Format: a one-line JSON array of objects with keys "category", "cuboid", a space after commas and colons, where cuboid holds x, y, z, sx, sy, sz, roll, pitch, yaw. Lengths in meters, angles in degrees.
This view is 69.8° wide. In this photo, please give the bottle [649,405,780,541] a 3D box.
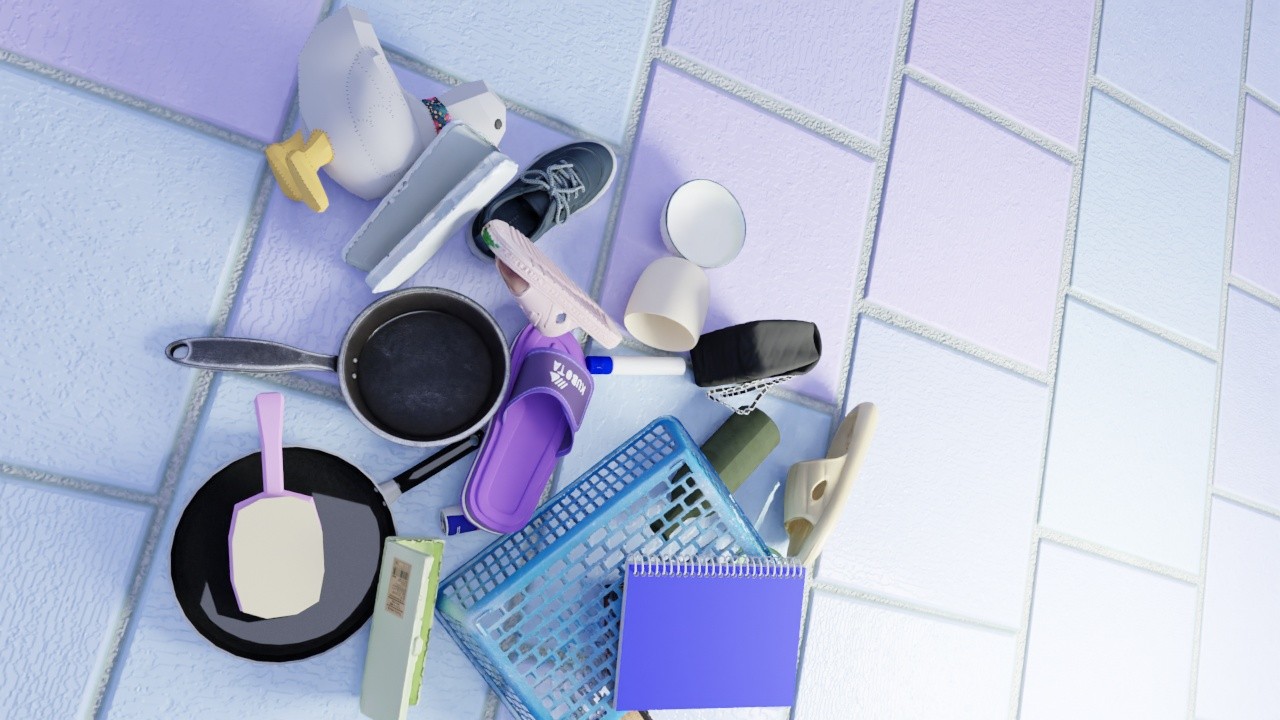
[{"category": "bottle", "cuboid": [0.091, 0.147, 1.170, 0.206, 0.072, 0.071, -43, 102, -23]}]

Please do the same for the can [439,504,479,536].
[{"category": "can", "cuboid": [-0.183, 0.178, 1.060, 0.095, 0.032, 0.032, -8, 87, -25]}]

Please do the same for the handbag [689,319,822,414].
[{"category": "handbag", "cuboid": [0.152, 0.008, 1.172, 0.125, 0.154, 0.114, -8, 83, -30]}]

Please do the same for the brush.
[{"category": "brush", "cuboid": [-0.371, 0.146, 0.932, 0.089, 0.043, 0.228, -3, 87, -24]}]

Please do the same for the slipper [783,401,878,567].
[{"category": "slipper", "cuboid": [0.237, 0.156, 1.229, 0.079, 0.111, 0.260, 29, 67, 4]}]

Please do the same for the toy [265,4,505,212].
[{"category": "toy", "cuboid": [-0.275, -0.263, 1.012, 0.267, 0.141, 0.247, -36, 125, -22]}]

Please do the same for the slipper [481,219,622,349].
[{"category": "slipper", "cuboid": [-0.108, -0.070, 1.067, 0.064, 0.094, 0.239, -41, 138, 9]}]

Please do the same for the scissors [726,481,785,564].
[{"category": "scissors", "cuboid": [0.137, 0.237, 1.179, 0.159, 0.025, 0.171, -34, 120, -6]}]

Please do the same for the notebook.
[{"category": "notebook", "cuboid": [0.079, 0.302, 1.023, 0.209, 0.022, 0.171, 5, 92, -16]}]

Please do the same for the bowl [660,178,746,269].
[{"category": "bowl", "cuboid": [0.073, -0.173, 1.206, 0.118, 0.062, 0.118, 4, 81, -25]}]

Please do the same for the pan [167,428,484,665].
[{"category": "pan", "cuboid": [-0.322, 0.171, 0.997, 0.355, 0.034, 0.225, -32, 97, -25]}]

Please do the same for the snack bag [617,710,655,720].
[{"category": "snack bag", "cuboid": [-0.043, 0.477, 1.096, 0.155, 0.018, 0.074, -35, 99, -24]}]

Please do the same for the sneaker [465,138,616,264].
[{"category": "sneaker", "cuboid": [-0.113, -0.201, 1.109, 0.235, 0.087, 0.089, -44, 101, -22]}]

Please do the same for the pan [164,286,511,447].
[{"category": "pan", "cuboid": [-0.322, 0.004, 1.006, 0.356, 0.055, 0.187, 2, 72, -11]}]

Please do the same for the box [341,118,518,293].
[{"category": "box", "cuboid": [-0.217, -0.151, 1.007, 0.216, 0.083, 0.122, -48, 150, 11]}]

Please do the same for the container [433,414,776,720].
[{"category": "container", "cuboid": [-0.024, 0.265, 1.052, 0.361, 0.089, 0.257, -37, 100, -11]}]

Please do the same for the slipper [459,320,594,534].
[{"category": "slipper", "cuboid": [-0.115, 0.068, 1.051, 0.107, 0.084, 0.265, 32, 61, -25]}]

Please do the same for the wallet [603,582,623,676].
[{"category": "wallet", "cuboid": [-0.010, 0.335, 1.128, 0.072, 0.019, 0.123, -1, 84, -28]}]

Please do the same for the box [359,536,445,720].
[{"category": "box", "cuboid": [-0.243, 0.286, 0.980, 0.083, 0.092, 0.188, 9, 93, -57]}]

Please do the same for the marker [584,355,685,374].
[{"category": "marker", "cuboid": [-0.007, 0.007, 1.167, 0.133, 0.027, 0.023, 1, 83, -27]}]

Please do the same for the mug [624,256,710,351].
[{"category": "mug", "cuboid": [0.043, -0.072, 1.168, 0.120, 0.096, 0.099, 54, 49, -52]}]
